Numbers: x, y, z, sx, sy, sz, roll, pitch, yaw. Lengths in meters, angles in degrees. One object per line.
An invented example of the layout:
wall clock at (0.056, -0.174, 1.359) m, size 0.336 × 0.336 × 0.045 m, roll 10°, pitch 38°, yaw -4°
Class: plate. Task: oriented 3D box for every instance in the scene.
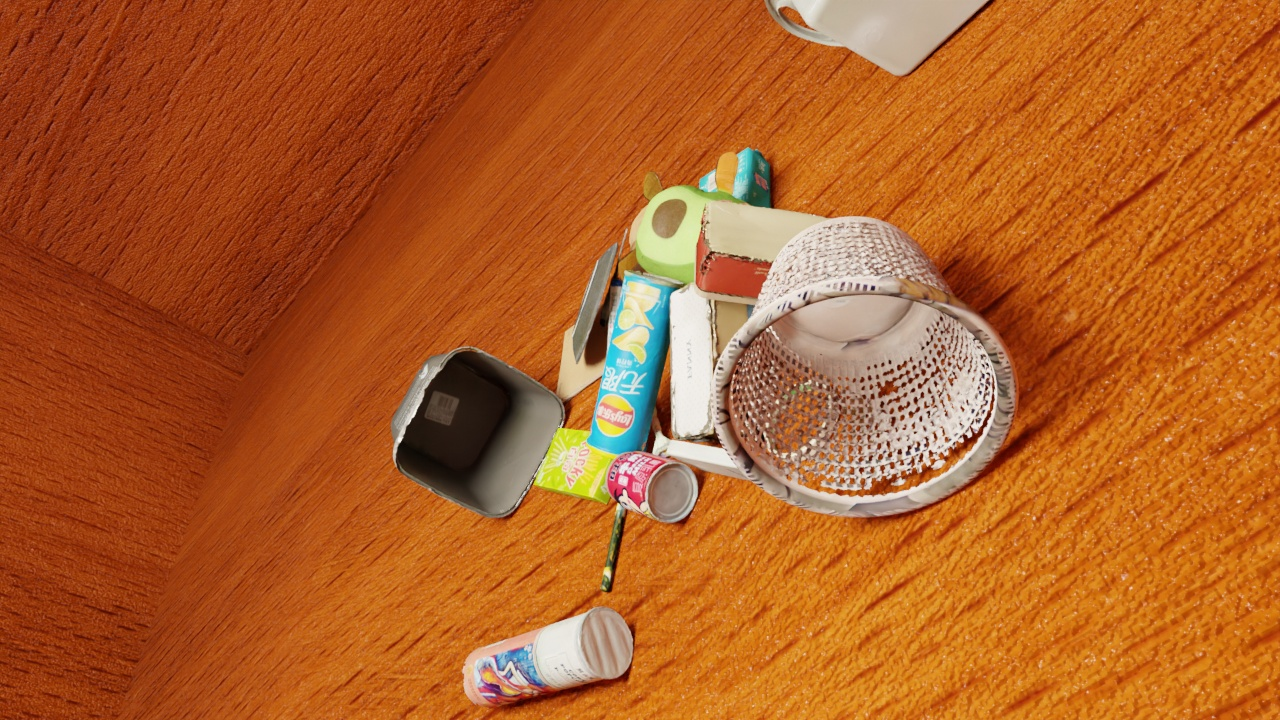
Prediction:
plate at (-0.069, -0.083, 1.275) m, size 0.179 × 0.024 × 0.179 m, roll -164°, pitch 93°, yaw -86°

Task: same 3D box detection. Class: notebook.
notebook at (-0.045, -0.038, 1.312) m, size 0.212 × 0.012 × 0.149 m, roll -34°, pitch 36°, yaw 34°

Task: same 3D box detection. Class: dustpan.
dustpan at (0.269, -0.439, 1.027) m, size 0.259 × 0.222 × 0.142 m, roll -49°, pitch 40°, yaw 35°

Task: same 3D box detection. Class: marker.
marker at (-0.036, -0.035, 1.225) m, size 0.017 × 0.016 × 0.146 m, roll 5°, pitch 92°, yaw 58°

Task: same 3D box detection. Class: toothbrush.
toothbrush at (-0.021, 0.178, 1.059) m, size 0.017 × 0.012 × 0.185 m, roll -16°, pitch 47°, yaw 35°
toothbrush at (0.012, 0.056, 1.125) m, size 0.029 × 0.020 × 0.189 m, roll -25°, pitch 33°, yaw 4°

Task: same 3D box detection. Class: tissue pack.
tissue pack at (0.121, -0.204, 1.182) m, size 0.093 × 0.050 × 0.133 m, roll -29°, pitch 39°, yaw 37°

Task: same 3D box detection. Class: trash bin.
trash bin at (0.178, -0.015, 0.768) m, size 0.228 × 0.227 × 0.191 m, roll -39°, pitch 21°, yaw 30°
trash bin at (-0.255, 0.089, 1.330) m, size 0.199 × 0.198 × 0.220 m, roll -61°, pitch 23°, yaw -7°

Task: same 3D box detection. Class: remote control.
remote control at (0.084, 0.102, 0.928) m, size 0.135 × 0.056 × 0.019 m, roll 3°, pitch 69°, yaw 58°

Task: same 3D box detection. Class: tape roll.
tape roll at (0.157, 0.059, 0.903) m, size 0.086 × 0.014 × 0.085 m, roll -38°, pitch 34°, yaw 31°

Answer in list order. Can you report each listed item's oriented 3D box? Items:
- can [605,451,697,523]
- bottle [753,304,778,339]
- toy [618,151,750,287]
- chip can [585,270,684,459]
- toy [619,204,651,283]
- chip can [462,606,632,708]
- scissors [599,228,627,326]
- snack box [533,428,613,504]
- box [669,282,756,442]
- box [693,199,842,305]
can at (0.010, 0.135, 0.997) m, size 0.094 × 0.066 × 0.066 m, roll 7°, pitch 68°, yaw 58°
bottle at (0.149, -0.049, 0.972) m, size 0.063 × 0.063 × 0.108 m, roll -50°, pitch 29°, yaw 12°
toy at (0.065, -0.147, 1.098) m, size 0.247 × 0.090 × 0.227 m, roll 17°, pitch 86°, yaw 43°
chip can at (-0.006, 0.006, 1.052) m, size 0.071 × 0.071 × 0.210 m, roll 32°, pitch 111°, yaw 61°
toy at (0.026, -0.132, 1.227) m, size 0.144 × 0.082 × 0.225 m, roll -41°, pitch 30°, yaw 46°
chip can at (-0.105, 0.321, 0.982) m, size 0.215 × 0.071 × 0.071 m, roll -30°, pitch 39°, yaw 40°
scissors at (-0.035, -0.109, 1.256) m, size 0.172 × 0.014 × 0.146 m, roll -111°, pitch 37°, yaw -86°
snack box at (-0.075, 0.132, 1.171) m, size 0.157 × 0.026 × 0.085 m, roll 0°, pitch 62°, yaw 56°
box at (0.075, -0.006, 0.975) m, size 0.090 × 0.061 × 0.184 m, roll -16°, pitch 69°, yaw 60°
box at (0.142, -0.110, 0.922) m, size 0.080 × 0.168 × 0.091 m, roll 101°, pitch 175°, yaw -49°
